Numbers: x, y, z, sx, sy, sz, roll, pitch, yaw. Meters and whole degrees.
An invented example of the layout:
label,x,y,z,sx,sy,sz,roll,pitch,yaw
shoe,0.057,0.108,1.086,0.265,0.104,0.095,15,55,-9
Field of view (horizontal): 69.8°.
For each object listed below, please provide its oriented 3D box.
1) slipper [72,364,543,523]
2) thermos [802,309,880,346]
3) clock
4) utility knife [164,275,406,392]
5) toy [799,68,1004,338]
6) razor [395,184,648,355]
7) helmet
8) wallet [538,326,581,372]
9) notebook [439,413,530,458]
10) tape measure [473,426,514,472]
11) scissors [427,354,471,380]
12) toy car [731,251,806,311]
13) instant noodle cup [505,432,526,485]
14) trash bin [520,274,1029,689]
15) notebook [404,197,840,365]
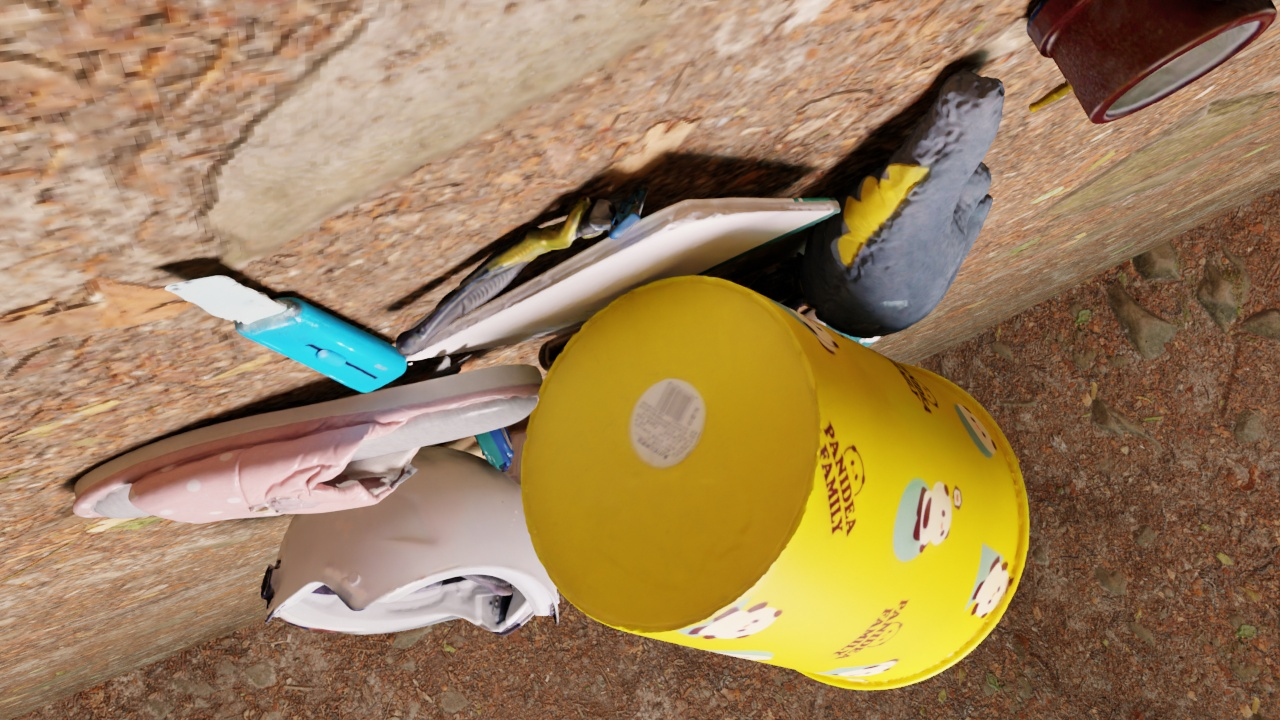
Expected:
label,x,y,z,sx,sy,sz,roll,pitch,yaw
slipper,-0.185,0.060,0.543,0.274,0.054,0.114,-14,168,-10
thermos,0.182,-0.015,1.024,0.073,0.073,0.225,-16,168,-36
clock,0.219,-0.147,0.375,0.081,0.055,0.122,-17,167,-33
utility knife,-0.147,-0.010,0.405,0.034,0.018,0.203,-22,170,0
toy,0.166,-0.076,0.598,0.138,0.091,0.356,-51,167,7
razor,-0.060,-0.041,0.417,0.143,0.022,0.042,-29,-162,21
helmet,-0.193,0.151,0.774,0.228,0.145,0.259,14,154,-33
wallet,-0.005,0.002,0.621,0.090,0.033,0.115,-19,155,17
notebook,-0.164,0.087,0.943,0.211,0.012,0.149,-21,170,-7
tape measure,-0.122,0.059,0.742,0.025,0.054,0.058,-25,-157,-5
scissors,-0.127,0.017,0.593,0.174,0.014,0.142,-23,170,29
toy car,0.094,-0.040,0.727,0.070,0.042,0.158,-21,166,-9
instant noodle cup,-0.066,0.094,0.888,0.137,0.060,0.174,-3,174,-42
trash bin,0.080,0.077,0.553,0.230,0.229,0.255,-28,149,28
notebook,-0.012,-0.042,0.501,0.210,0.012,0.150,-22,175,37
